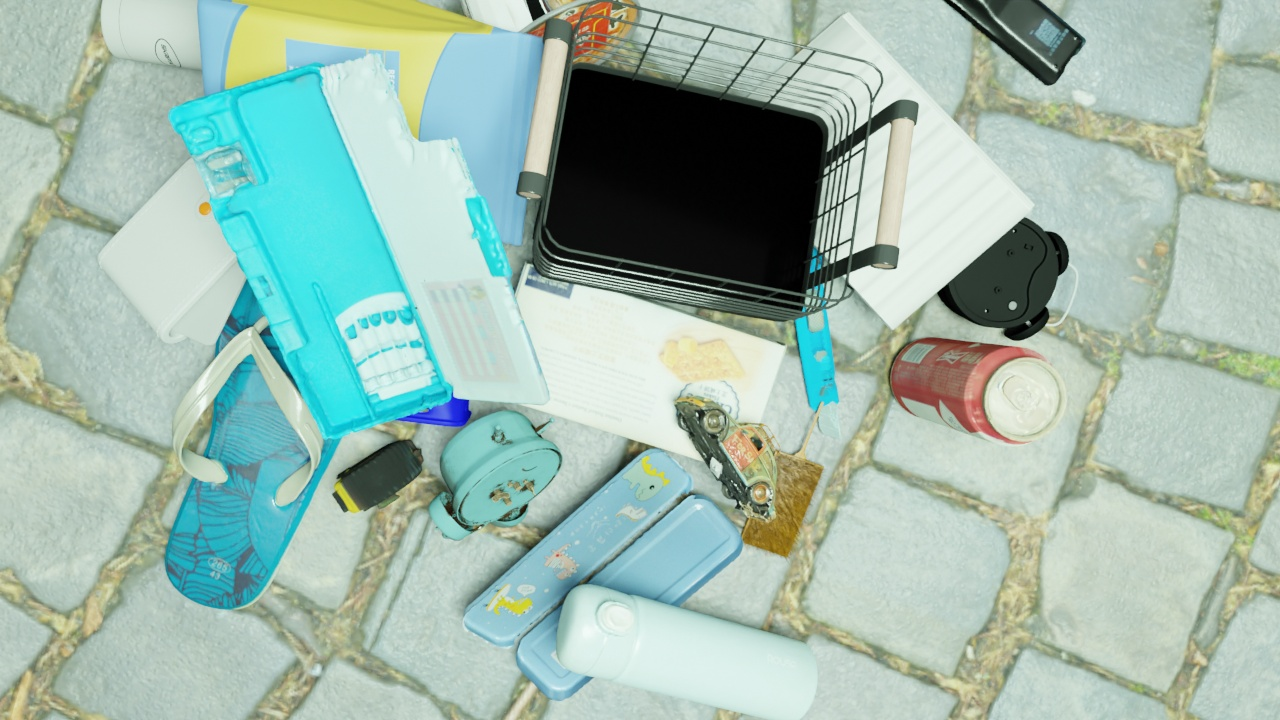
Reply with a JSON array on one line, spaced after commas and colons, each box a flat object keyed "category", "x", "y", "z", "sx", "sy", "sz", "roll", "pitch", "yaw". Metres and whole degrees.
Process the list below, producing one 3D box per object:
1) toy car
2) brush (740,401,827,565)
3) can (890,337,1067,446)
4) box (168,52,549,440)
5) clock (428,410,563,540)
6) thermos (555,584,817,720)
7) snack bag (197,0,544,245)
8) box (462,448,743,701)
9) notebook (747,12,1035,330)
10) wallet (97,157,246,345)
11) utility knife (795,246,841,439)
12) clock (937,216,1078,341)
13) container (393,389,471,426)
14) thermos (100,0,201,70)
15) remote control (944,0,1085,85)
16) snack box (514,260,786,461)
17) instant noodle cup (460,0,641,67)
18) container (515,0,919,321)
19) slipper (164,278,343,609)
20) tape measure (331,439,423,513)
[{"category": "toy car", "x": 0.071, "y": 0.064, "z": 0.666, "sx": 0.047, "sy": 0.047, "sz": 0.112, "roll": -39, "pitch": 104, "yaw": -22}, {"category": "brush", "x": 0.123, "y": 0.098, "z": 0.740, "sx": 0.048, "sy": 0.017, "sz": 0.126, "roll": 20, "pitch": 97, "yaw": -6}, {"category": "can", "x": 0.240, "y": 0.019, "z": 0.669, "sx": 0.067, "sy": 0.170, "sz": 0.067, "roll": 0, "pitch": 94, "yaw": -4}, {"category": "box", "x": -0.161, "y": -0.068, "z": 0.567, "sx": 0.182, "sy": 0.071, "sz": 0.227, "roll": -10, "pitch": 116, "yaw": 15}, {"category": "clock", "x": -0.112, "y": 0.091, "z": 0.690, "sx": 0.053, "sy": 0.089, "sz": 0.124, "roll": 53, "pitch": 123, "yaw": 26}, {"category": "thermos", "x": 0.034, "y": 0.224, "z": 0.702, "sx": 0.206, "sy": 0.078, "sz": 0.065, "roll": 21, "pitch": 55, "yaw": -19}, {"category": "snack bag", "x": -0.175, "y": -0.161, "z": 0.621, "sx": 0.205, "sy": 0.102, "sz": 0.159, "roll": 9, "pitch": 126, "yaw": -4}, {"category": "box", "x": -0.029, "y": 0.168, "z": 0.724, "sx": 0.209, "sy": 0.034, "sz": 0.127, "roll": -42, "pitch": 110, "yaw": 4}, {"category": "notebook", "x": 0.176, "y": -0.148, "z": 0.707, "sx": 0.142, "sy": 0.009, "sz": 0.209, "roll": -41, "pitch": 83, "yaw": 1}, {"category": "wallet", "x": -0.322, "y": -0.073, "z": 0.672, "sx": 0.118, "sy": 0.037, "sz": 0.115, "roll": -45, "pitch": 76, "yaw": 1}, {"category": "utility knife", "x": 0.142, "y": -0.021, "z": 0.738, "sx": 0.031, "sy": 0.015, "sz": 0.175, "roll": -10, "pitch": 97, "yaw": 1}, {"category": "clock", "x": 0.290, "y": -0.066, "z": 0.729, "sx": 0.120, "sy": 0.042, "sz": 0.091, "roll": 17, "pitch": 93, "yaw": -5}, {"category": "container", "x": -0.163, "y": -0.016, "z": 0.681, "sx": 0.085, "sy": 0.084, "sz": 0.113, "roll": 8, "pitch": 93, "yaw": -6}, {"category": "thermos", "x": -0.266, "y": -0.231, "z": 0.670, "sx": 0.224, "sy": 0.052, "sz": 0.052, "roll": 7, "pitch": 94, "yaw": -5}, {"category": "remote control", "x": 0.283, "y": -0.281, "z": 0.720, "sx": 0.150, "sy": 0.022, "sz": 0.047, "roll": 36, "pitch": 91, "yaw": -6}, {"category": "snack box", "x": -0.004, "y": 0.004, "z": 0.707, "sx": 0.208, "sy": 0.057, "sz": 0.104, "roll": 17, "pitch": 94, "yaw": -5}, {"category": "instant noodle cup", "x": -0.081, "y": -0.274, "z": 0.654, "sx": 0.123, "sy": 0.123, "sz": 0.121, "roll": -26, "pitch": 87, "yaw": -2}, {"category": "container", "x": 0.042, "y": -0.127, "z": 0.620, "sx": 0.241, "sy": 0.130, "sz": 0.162, "roll": 10, "pitch": 85, "yaw": -9}, {"category": "slipper", "x": -0.287, "y": 0.055, "z": 0.692, "sx": 0.118, "sy": 0.060, "sz": 0.295, "roll": 19, "pitch": 93, "yaw": -9}, {"category": "tape measure", "x": -0.198, "y": 0.090, "z": 0.698, "sx": 0.067, "sy": 0.062, "sz": 0.038, "roll": -31, "pitch": 97, "yaw": -2}]
